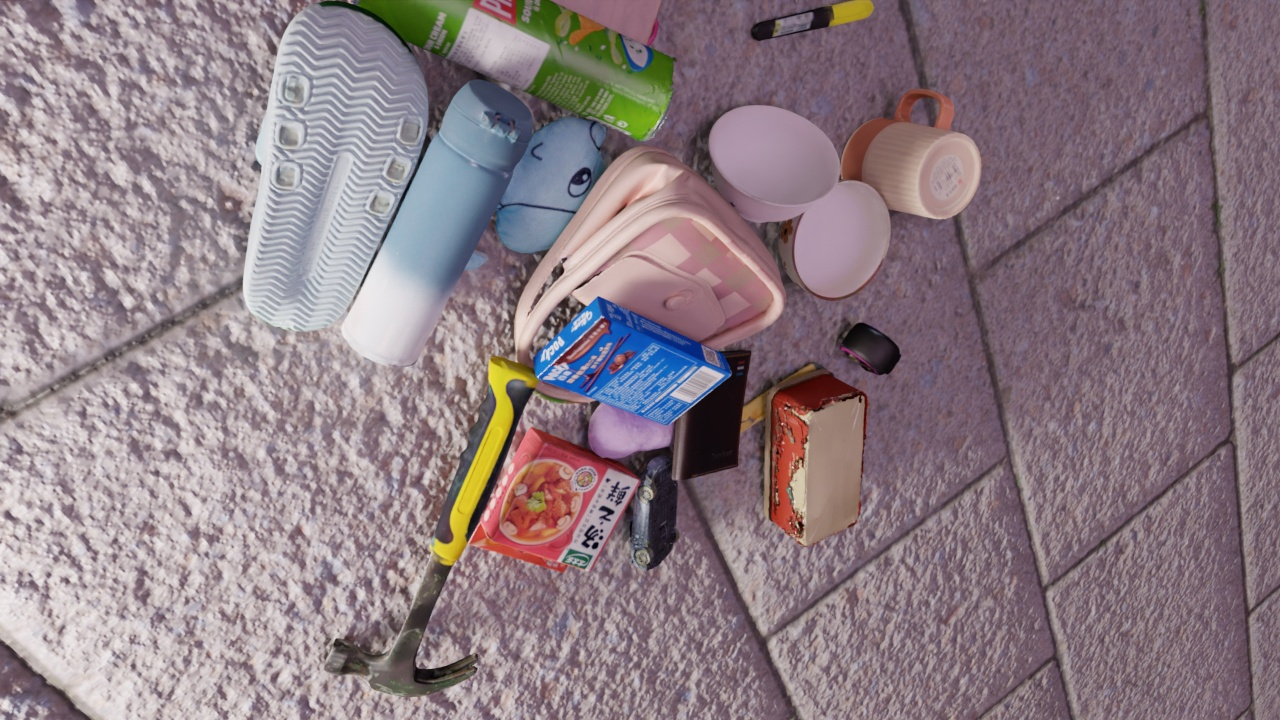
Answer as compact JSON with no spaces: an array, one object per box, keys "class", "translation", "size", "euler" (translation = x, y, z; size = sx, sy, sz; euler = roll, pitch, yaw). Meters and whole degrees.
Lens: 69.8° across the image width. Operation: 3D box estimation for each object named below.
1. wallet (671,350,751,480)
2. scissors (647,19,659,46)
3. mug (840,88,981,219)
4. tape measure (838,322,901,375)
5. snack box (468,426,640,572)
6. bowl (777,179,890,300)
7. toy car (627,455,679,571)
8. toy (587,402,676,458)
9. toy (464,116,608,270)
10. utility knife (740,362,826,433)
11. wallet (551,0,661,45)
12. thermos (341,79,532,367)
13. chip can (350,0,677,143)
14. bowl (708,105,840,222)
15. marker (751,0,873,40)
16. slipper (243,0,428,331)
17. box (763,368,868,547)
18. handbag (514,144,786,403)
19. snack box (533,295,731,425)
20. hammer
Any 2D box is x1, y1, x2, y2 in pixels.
[{"class":"wallet","translation":[0.069,0.051,0.890],"size":[0.096,0.020,0.122],"euler":[-3,102,-45]},{"class":"scissors","translation":[-0.024,-0.317,0.728],"size":[0.096,0.017,0.137],"euler":[-11,110,-16]},{"class":"mug","translation":[0.259,-0.196,0.865],"size":[0.081,0.106,0.115],"euler":[8,105,-30]},{"class":"tape measure","translation":[0.238,-0.010,0.954],"size":[0.058,0.057,0.039],"euler":[36,91,-41]},{"class":"snack box","translation":[-0.079,0.141,0.853],"size":[0.113,0.044,0.127],"euler":[25,96,-32]},{"class":"bowl","translation":[0.175,-0.119,0.877],"size":[0.113,0.062,0.113],"euler":[-10,112,-26]},{"class":"toy car","translation":[0.012,0.150,0.902],"size":[0.054,0.037,0.121],"euler":[-26,128,-49]},{"class":"toy","translation":[-0.002,0.058,0.864],"size":[0.107,0.039,0.084],"euler":[-7,114,-31]},{"class":"toy","translation":[-0.092,-0.134,0.740],"size":[0.156,0.050,0.161],"euler":[21,108,-33]},{"class":"utility knife","translation":[0.124,0.050,0.946],"size":[0.173,0.019,0.031],"euler":[-30,114,-10]},{"class":"wallet","translation":[-0.031,-0.292,0.715],"size":[0.101,0.020,0.115],"euler":[13,103,-20]},{"class":"thermos","translation":[-0.150,-0.099,0.680],"size":[0.070,0.070,0.221],"euler":[19,115,-32]},{"class":"chip can","translation":[-0.089,-0.234,0.670],"size":[0.236,0.072,0.072],"euler":[18,100,-23]},{"class":"bowl","translation":[0.110,-0.163,0.817],"size":[0.118,0.118,0.065],"euler":[-16,154,-22]},{"class":"marker","translation":[0.155,-0.306,0.825],"size":[0.124,0.015,0.018],"euler":[-19,115,-17]},{"class":"slipper","translation":[-0.226,-0.133,0.661],"size":[0.104,0.074,0.246],"euler":[9,120,-31]},{"class":"box","translation":[0.183,0.105,0.946],"size":[0.091,0.079,0.168],"euler":[-18,120,-26]},{"class":"handbag","translation":[-0.008,-0.049,0.786],"size":[0.234,0.093,0.193],"euler":[-39,139,14]},{"class":"snack box","translation":[-0.005,0.005,0.778],"size":[0.157,0.026,0.085],"euler":[23,127,-40]},{"class":"hammer","translation":[-0.159,0.150,0.786],"size":[0.126,0.032,0.324],"euler":[22,102,-11]}]
